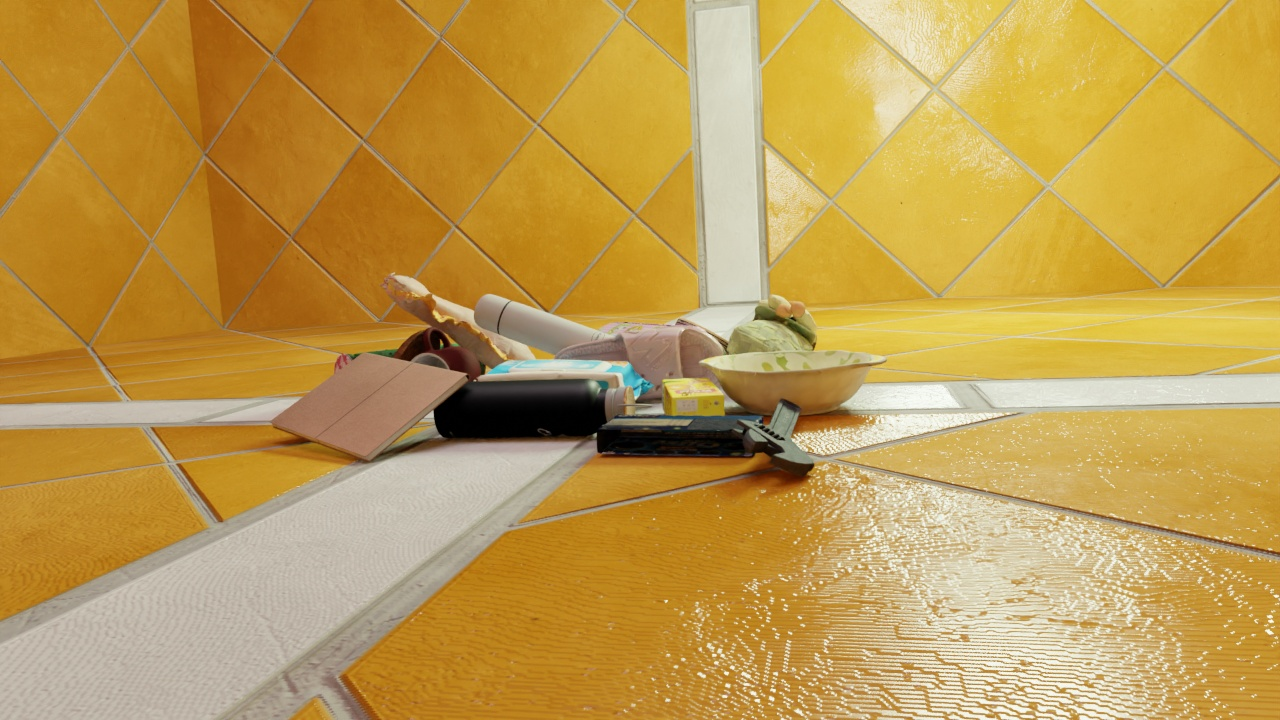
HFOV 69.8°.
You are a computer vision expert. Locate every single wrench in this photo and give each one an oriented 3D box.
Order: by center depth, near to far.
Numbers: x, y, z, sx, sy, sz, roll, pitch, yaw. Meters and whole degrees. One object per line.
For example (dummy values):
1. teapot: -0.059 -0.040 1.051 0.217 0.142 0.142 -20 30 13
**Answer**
1. wrench: 0.131 0.062 0.851 0.073 0.018 0.272 27 11 9

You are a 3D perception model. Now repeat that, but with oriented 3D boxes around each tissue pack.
1. tissue pack: -0.094 0.036 1.111 0.209 0.066 0.117 0 8 9

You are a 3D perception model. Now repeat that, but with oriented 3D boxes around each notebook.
1. notebook: -0.300 0.044 1.006 0.209 0.008 0.141 9 41 43

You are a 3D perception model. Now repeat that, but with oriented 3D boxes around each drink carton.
1. drink carton: 0.058 0.047 1.022 0.058 0.043 0.134 -3 7 -2

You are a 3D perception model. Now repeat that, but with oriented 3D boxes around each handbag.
1. handbag: 0.190 -0.031 1.262 0.113 0.117 0.186 26 13 12

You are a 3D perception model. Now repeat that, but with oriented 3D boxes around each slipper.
1. slipper: -0.007 0.007 1.187 0.240 0.094 0.064 -5 1 15

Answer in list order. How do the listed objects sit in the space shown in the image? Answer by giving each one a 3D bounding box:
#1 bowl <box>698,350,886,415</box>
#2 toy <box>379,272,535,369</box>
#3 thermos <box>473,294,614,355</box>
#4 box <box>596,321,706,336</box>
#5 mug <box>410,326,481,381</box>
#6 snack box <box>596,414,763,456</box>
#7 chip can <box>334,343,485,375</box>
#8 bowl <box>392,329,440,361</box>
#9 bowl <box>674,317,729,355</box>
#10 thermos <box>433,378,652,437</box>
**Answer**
1. bowl: 0.176 0.026 1.069 0.220 0.060 0.188 -1 7 28
2. toy: -0.249 -0.046 1.329 0.196 0.065 0.264 25 -8 44
3. thermos: -0.125 -0.037 1.272 0.224 0.052 0.052 20 12 11
4. box: -0.006 -0.015 1.352 0.096 0.085 0.231 4 2 -32
5. mug: -0.277 0.004 1.281 0.073 0.105 0.082 -10 4 19
6. snack box: 0.040 0.071 0.883 0.150 0.027 0.082 0 6 15
7. chip can: -0.340 0.014 1.379 0.222 0.075 0.076 -9 9 -42
8. bowl: -0.327 0.003 1.293 0.026 0.114 0.102 26 -13 15
9. bowl: 0.092 -0.011 1.379 0.112 0.061 0.112 29 -2 1
10. thermos: -0.102 0.051 0.980 0.231 0.061 0.061 -2 7 12
